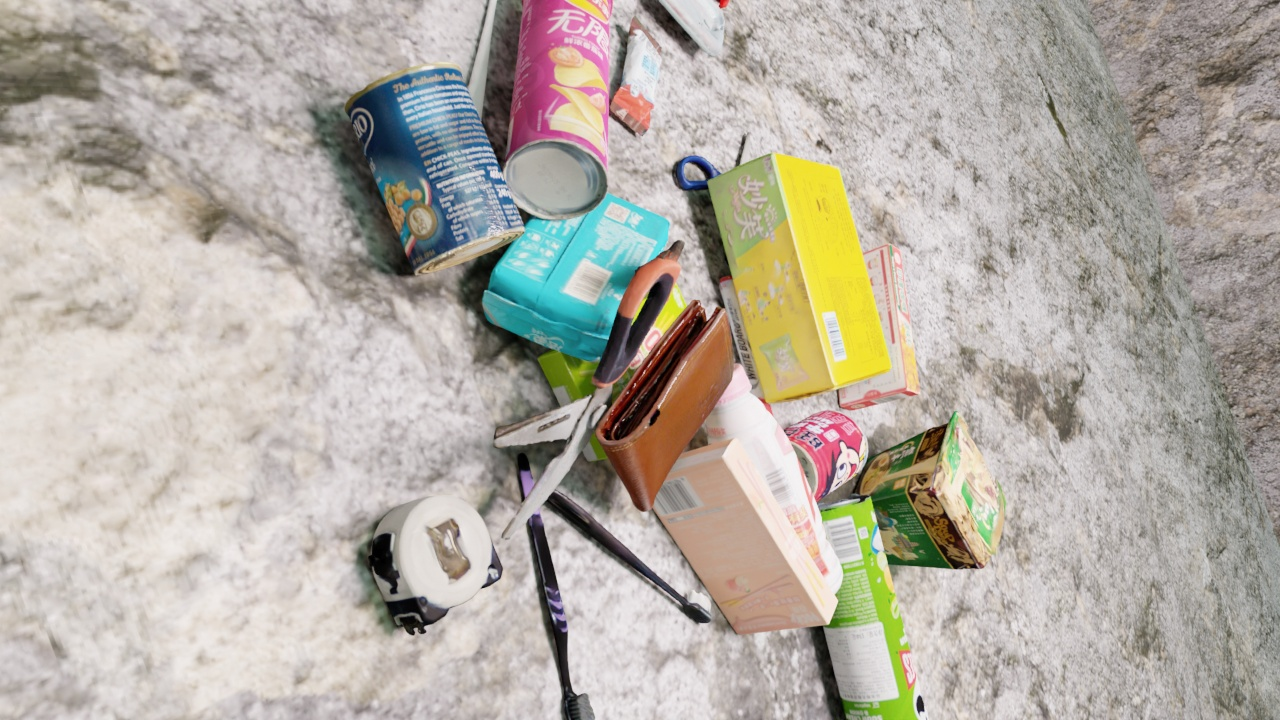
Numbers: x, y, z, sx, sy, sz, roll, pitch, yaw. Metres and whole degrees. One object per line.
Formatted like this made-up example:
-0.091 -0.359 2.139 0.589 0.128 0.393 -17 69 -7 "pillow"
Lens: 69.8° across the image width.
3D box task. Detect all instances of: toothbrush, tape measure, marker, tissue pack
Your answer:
-0.006 0.137 0.646 0.181 0.016 0.018 43 42 -29 "toothbrush"
-0.113 -0.219 0.666 0.016 0.016 0.179 26 58 -37 "toothbrush"
-0.118 0.110 0.520 0.065 0.034 0.066 -31 99 -50 "tape measure"
0.095 -0.004 0.810 0.017 0.017 0.145 -9 82 -49 "marker"
-0.055 0.150 0.588 0.014 0.017 0.189 -3 76 -47 "toothbrush"
-0.041 -0.067 0.635 0.093 0.050 0.133 24 52 3 "tissue pack"

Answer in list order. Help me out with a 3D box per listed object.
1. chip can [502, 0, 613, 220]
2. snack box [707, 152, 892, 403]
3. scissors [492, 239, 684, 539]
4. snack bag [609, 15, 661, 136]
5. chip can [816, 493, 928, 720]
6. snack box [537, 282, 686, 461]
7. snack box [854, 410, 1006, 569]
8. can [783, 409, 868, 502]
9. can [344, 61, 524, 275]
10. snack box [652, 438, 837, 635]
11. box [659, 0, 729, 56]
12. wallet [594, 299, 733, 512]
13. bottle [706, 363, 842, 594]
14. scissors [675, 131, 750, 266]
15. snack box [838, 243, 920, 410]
-0.055 -0.197 0.650 0.071 0.072 0.210 31 43 -36 "chip can"
0.150 -0.075 0.841 0.157 0.070 0.210 -11 85 -56 "snack box"
-0.019 0.024 0.593 0.225 0.015 0.189 -60 152 -12 "scissors"
-0.002 -0.245 0.790 0.048 0.026 0.104 35 51 -42 "snack bag"
0.192 0.235 0.783 0.072 0.072 0.236 -5 79 -48 "chip can"
-0.004 0.004 0.691 0.156 0.026 0.086 -33 102 -49 "snack box"
0.273 0.133 0.885 0.118 0.106 0.117 57 40 -16 "snack box"
0.148 0.085 0.795 0.093 0.067 0.066 -18 89 -49 "can"
-0.125 -0.115 0.567 0.075 0.075 0.111 -27 96 -49 "can"
0.072 0.134 0.680 0.157 0.085 0.026 57 39 -15 "snack box"
0.017 -0.395 0.861 0.201 0.039 0.157 38 51 -32 "box"
0.022 0.032 0.620 0.124 0.032 0.101 -54 154 -19 "wallet"
0.096 0.099 0.723 0.068 0.068 0.197 -35 105 -48 "bottle"
0.088 -0.159 0.867 0.174 0.012 0.162 14 64 -45 "scissors"
0.231 -0.033 0.925 0.027 0.077 0.155 18 63 -43 "snack box"
